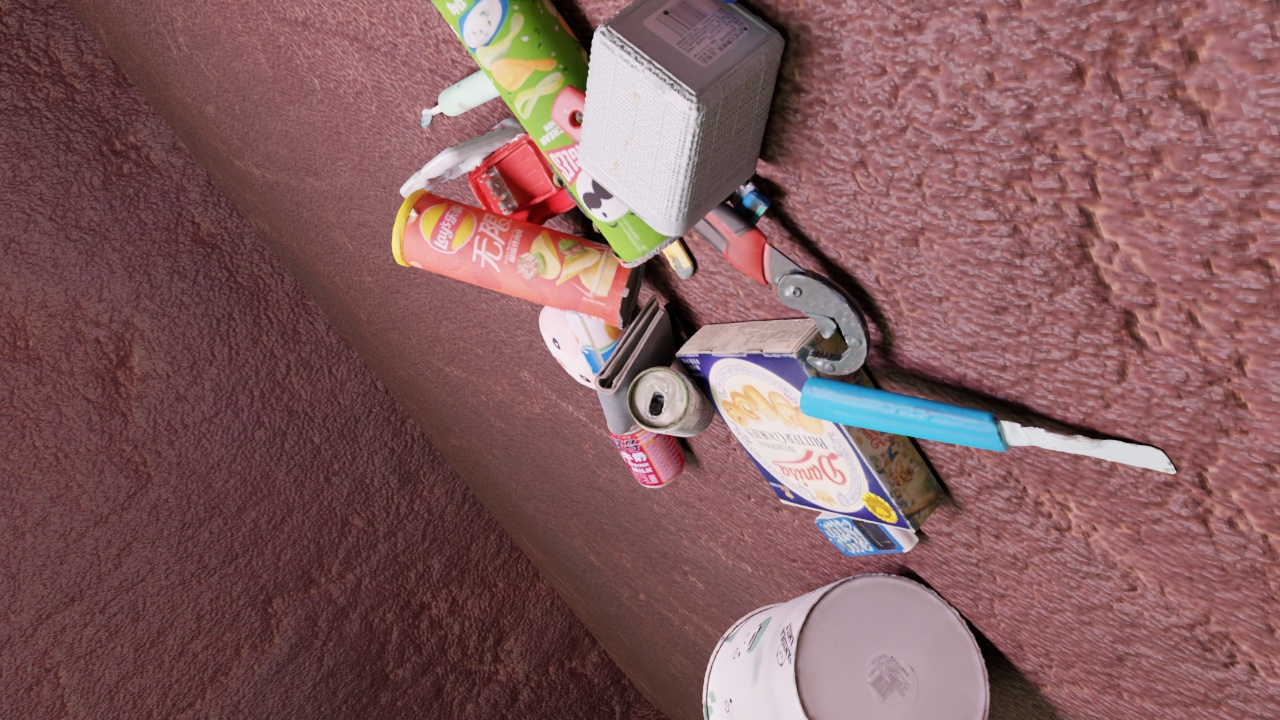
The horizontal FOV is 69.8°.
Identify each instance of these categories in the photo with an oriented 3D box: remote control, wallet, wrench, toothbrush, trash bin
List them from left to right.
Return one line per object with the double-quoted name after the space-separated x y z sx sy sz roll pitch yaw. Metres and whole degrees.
-0.163 -0.239 0.835 0.026 0.027 0.225 15 177 -30 "toothbrush"
-0.005 0.005 0.855 0.037 0.106 0.130 29 164 14 "wallet"
0.050 -0.089 0.614 0.273 0.016 0.056 41 129 -3 "wrench"
0.202 0.329 0.913 0.229 0.229 0.252 43 154 12 "trash bin"
0.203 0.153 0.835 0.049 0.024 0.125 47 162 0 "remote control"

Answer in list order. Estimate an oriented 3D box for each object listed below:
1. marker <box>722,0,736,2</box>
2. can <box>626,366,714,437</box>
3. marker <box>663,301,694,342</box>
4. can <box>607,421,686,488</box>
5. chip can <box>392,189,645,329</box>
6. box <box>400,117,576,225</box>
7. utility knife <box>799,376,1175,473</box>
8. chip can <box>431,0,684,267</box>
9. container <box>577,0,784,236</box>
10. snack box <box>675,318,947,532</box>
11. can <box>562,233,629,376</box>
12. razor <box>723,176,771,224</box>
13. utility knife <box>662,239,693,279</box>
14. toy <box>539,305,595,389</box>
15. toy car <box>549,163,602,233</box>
0.082 -0.195 0.430 0.017 0.016 0.146 55 159 -21 "marker"
0.031 0.040 0.849 0.058 0.058 0.146 42 -176 14 "can"
0.059 -0.003 0.851 0.124 0.015 0.018 54 165 -13 "marker"
0.007 0.094 1.065 0.066 0.066 0.094 25 151 48 "can"
-0.107 -0.090 0.818 0.216 0.073 0.073 16 155 6 "chip can"
-0.142 -0.157 0.843 0.110 0.100 0.202 56 159 -15 "box"
0.203 0.041 0.576 0.235 0.018 0.034 11 134 39 "utility knife"
-0.051 -0.179 0.654 0.236 0.072 0.072 53 160 -15 "chip can"
0.023 -0.150 0.535 0.090 0.090 0.112 42 157 14 "container"
0.133 0.050 0.752 0.182 0.045 0.178 54 160 -16 "snack box"
-0.049 -0.053 0.893 0.053 0.053 0.134 15 134 57 "can"
0.032 -0.146 0.618 0.143 0.022 0.043 43 155 5 "razor"
-0.008 -0.145 0.725 0.031 0.021 0.201 4 130 55 "utility knife"
-0.053 -0.020 0.999 0.121 0.054 0.160 50 152 -11 "toy"
-0.032 -0.134 0.762 0.048 0.032 0.105 25 162 47 "toy car"
